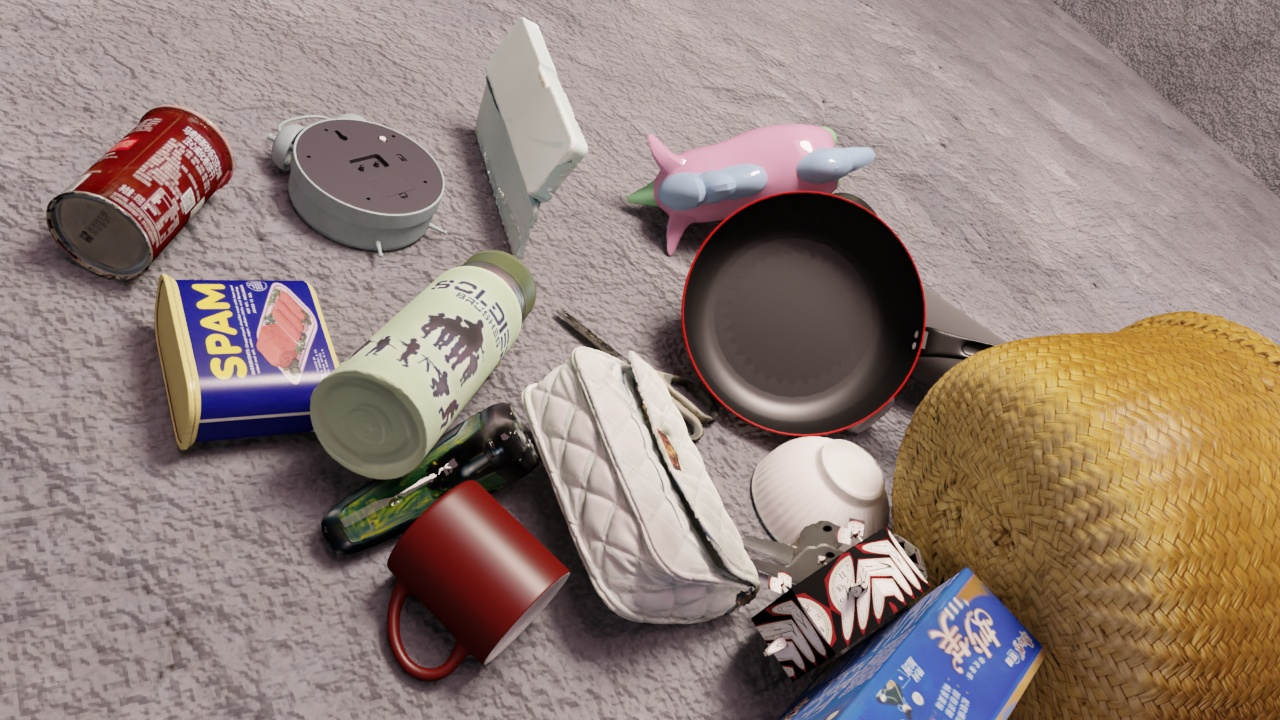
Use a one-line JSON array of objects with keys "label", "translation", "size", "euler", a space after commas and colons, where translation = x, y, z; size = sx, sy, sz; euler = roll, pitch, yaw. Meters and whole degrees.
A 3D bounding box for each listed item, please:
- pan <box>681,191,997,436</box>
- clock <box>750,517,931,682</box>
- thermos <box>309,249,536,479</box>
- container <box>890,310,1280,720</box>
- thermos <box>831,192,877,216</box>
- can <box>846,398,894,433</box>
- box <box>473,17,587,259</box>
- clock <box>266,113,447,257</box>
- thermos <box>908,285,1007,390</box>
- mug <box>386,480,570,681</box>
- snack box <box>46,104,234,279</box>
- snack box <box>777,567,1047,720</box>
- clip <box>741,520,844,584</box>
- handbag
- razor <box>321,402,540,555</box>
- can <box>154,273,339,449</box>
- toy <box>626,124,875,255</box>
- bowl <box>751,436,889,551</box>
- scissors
[{"label": "pan", "translation": [0.211, -0.024, 0.796], "size": [0.356, 0.209, 0.067], "euler": [13, -2, -1]}, {"label": "clock", "translation": [0.135, 0.156, 0.626], "size": [0.065, 0.115, 0.154], "euler": [56, 20, 19]}, {"label": "thermos", "translation": [-0.136, -0.008, 0.641], "size": [0.082, 0.082, 0.230], "euler": [30, 28, -3]}, {"label": "container", "translation": [0.313, 0.123, 0.632], "size": [0.196, 0.308, 0.306], "euler": [-4, 50, -14]}, {"label": "thermos", "translation": [0.170, -0.110, 0.950], "size": [0.098, 0.098, 0.220], "euler": [46, 47, 16]}, {"label": "can", "translation": [0.188, 0.017, 0.859], "size": [0.053, 0.054, 0.096], "euler": [-17, 60, -42]}, {"label": "box", "translation": [-0.110, -0.204, 0.827], "size": [0.040, 0.135, 0.196], "euler": [13, 42, -36]}, {"label": "clock", "translation": [-0.238, -0.156, 0.770], "size": [0.159, 0.045, 0.122], "euler": [43, 41, 14]}, {"label": "thermos", "translation": [0.289, -0.017, 0.906], "size": [0.240, 0.082, 0.082], "euler": [30, 39, -17]}, {"label": "mug", "translation": [-0.108, 0.137, 0.546], "size": [0.082, 0.073, 0.105], "euler": [42, 70, 11]}, {"label": "snack box", "translation": [-0.346, -0.119, 0.644], "size": [0.072, 0.072, 0.121], "euler": [23, 42, -11]}, {"label": "snack box", "translation": [0.123, 0.225, 0.528], "size": [0.202, 0.155, 0.069], "euler": [-25, 68, -45]}, {"label": "clip", "translation": [0.131, 0.143, 0.697], "size": [0.102, 0.059, 0.050], "euler": [22, 28, -13]}, {"label": "handbag", "translation": [0.005, 0.083, 0.642], "size": [0.138, 0.073, 0.194], "euler": [24, 34, -52]}, {"label": "razor", "translation": [-0.131, 0.076, 0.589], "size": [0.151, 0.067, 0.054], "euler": [-27, 86, -40]}, {"label": "can", "translation": [-0.254, -0.002, 0.595], "size": [0.092, 0.057, 0.116], "euler": [-3, 51, -36]}, {"label": "toy", "translation": [0.113, -0.187, 0.929], "size": [0.223, 0.120, 0.170], "euler": [-1, 18, 32]}, {"label": "bowl", "translation": [0.156, 0.105, 0.743], "size": [0.118, 0.062, 0.117], "euler": [17, 43, -17]}, {"label": "scissors", "translation": [-0.010, 0.012, 0.767], "size": [0.171, 0.013, 0.120], "euler": [23, 39, -15]}]
